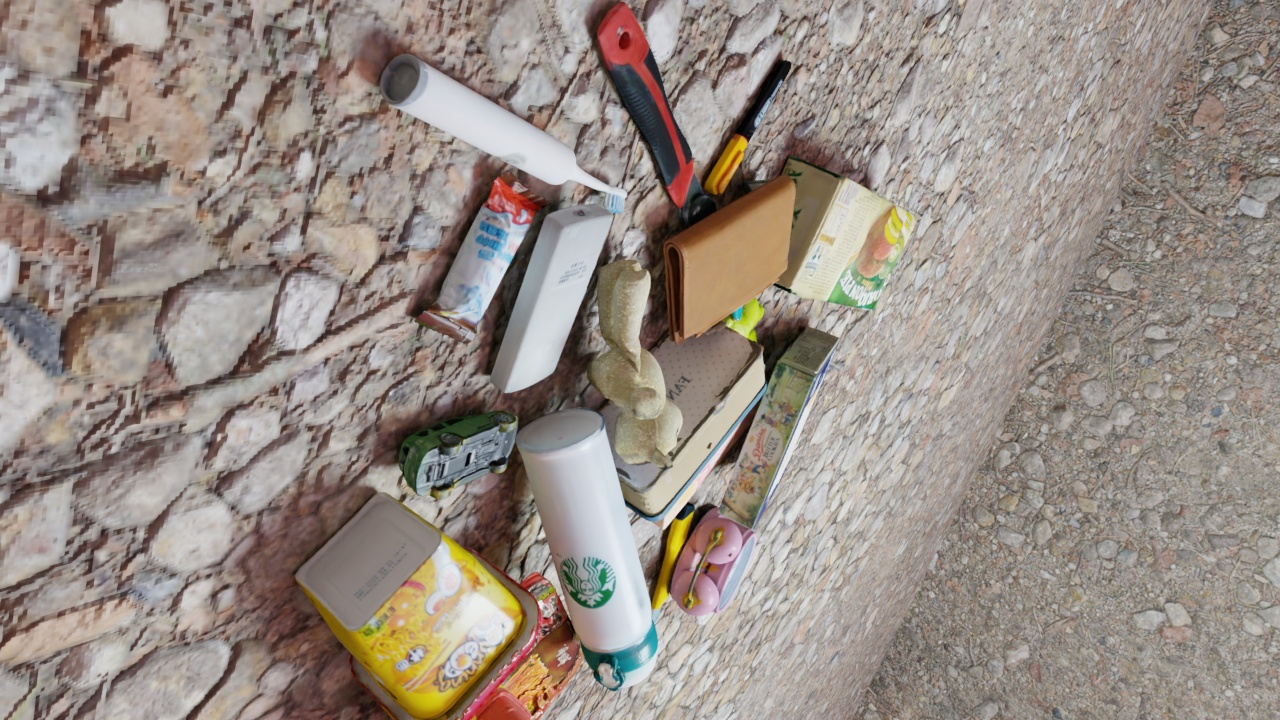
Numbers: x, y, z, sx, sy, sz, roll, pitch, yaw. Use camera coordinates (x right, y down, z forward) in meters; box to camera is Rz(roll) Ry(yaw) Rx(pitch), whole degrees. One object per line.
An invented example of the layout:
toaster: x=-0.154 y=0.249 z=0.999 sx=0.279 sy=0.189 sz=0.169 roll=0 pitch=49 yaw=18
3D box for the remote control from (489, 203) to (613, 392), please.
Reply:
remote control: x=-0.061 y=-0.039 z=0.606 sx=0.056 sy=0.019 sz=0.135 roll=-27 pitch=147 yaw=-52

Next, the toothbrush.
toothbrush: x=-0.064 y=-0.123 z=0.537 sx=0.220 sy=0.027 sz=0.026 roll=13 pitch=86 yaw=-61

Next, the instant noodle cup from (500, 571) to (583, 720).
instant noodle cup: x=-0.127 y=0.250 z=0.726 sx=0.164 sy=0.079 sz=0.189 roll=-45 pitch=147 yaw=-24

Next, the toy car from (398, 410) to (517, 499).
toy car: x=-0.118 y=0.059 z=0.607 sx=0.091 sy=0.036 sz=0.043 roll=-16 pitch=129 yaw=-50

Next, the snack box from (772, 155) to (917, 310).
snack box: x=0.195 y=-0.119 z=0.913 sx=0.239 sy=0.063 sz=0.114 roll=0 pitch=116 yaw=-58

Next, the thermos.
thermos: x=-0.036 y=0.151 z=0.706 sx=0.073 sy=0.073 sz=0.224 roll=-33 pitch=119 yaw=-40

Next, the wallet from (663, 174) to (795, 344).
wallet: x=0.074 y=-0.081 z=0.750 sx=0.131 sy=0.031 sz=0.108 roll=-34 pitch=141 yaw=-27

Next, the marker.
marker: x=0.087 y=-0.186 z=0.730 sx=0.123 sy=0.015 sz=0.018 roll=-59 pitch=156 yaw=-4

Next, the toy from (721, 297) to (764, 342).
toy: x=0.090 y=-0.012 z=0.880 sx=0.096 sy=0.031 sz=0.100 roll=-44 pitch=147 yaw=-30

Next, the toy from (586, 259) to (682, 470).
toy: x=-0.004 y=0.004 z=0.678 sx=0.066 sy=0.105 sz=0.157 roll=-18 pitch=112 yaw=-28

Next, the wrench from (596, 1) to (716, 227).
wrench: x=0.019 y=-0.145 z=0.659 sx=0.056 sy=0.016 sz=0.273 roll=-52 pitch=151 yaw=-14

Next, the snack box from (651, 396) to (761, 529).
snack box: x=0.063 y=0.093 z=0.918 sx=0.157 sy=0.026 sz=0.085 roll=-48 pitch=164 yaw=-20

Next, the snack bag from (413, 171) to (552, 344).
snack bag: x=-0.094 y=-0.060 z=0.549 sx=0.048 sy=0.026 sz=0.104 roll=27 pitch=93 yaw=-53

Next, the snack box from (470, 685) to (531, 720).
snack box: x=-0.102 y=0.290 z=0.645 sx=0.091 sy=0.080 sz=0.082 roll=-45 pitch=145 yaw=-18

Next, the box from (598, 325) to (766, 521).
box: x=0.025 y=0.049 z=0.774 sx=0.184 sy=0.090 sz=0.063 roll=-48 pitch=150 yaw=-16

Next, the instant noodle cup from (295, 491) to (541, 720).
instant noodle cup: x=-0.146 y=0.159 z=0.592 sx=0.116 sy=0.116 sz=0.124 roll=-47 pitch=137 yaw=-22

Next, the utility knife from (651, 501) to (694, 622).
utility knife: x=0.030 y=0.231 z=1.024 sx=0.033 sy=0.015 sz=0.191 roll=-26 pitch=137 yaw=-50

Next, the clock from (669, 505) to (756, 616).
clock: x=0.081 y=0.229 z=1.033 sx=0.117 sy=0.060 sz=0.158 roll=-66 pitch=159 yaw=0

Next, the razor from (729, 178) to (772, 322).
razor: x=0.093 y=-0.095 z=0.808 sx=0.043 sy=0.028 sz=0.133 roll=-14 pitch=127 yaw=-35

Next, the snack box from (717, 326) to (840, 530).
snack box: x=0.151 y=0.067 z=0.985 sx=0.177 sy=0.046 sz=0.183 roll=-34 pitch=146 yaw=-67
